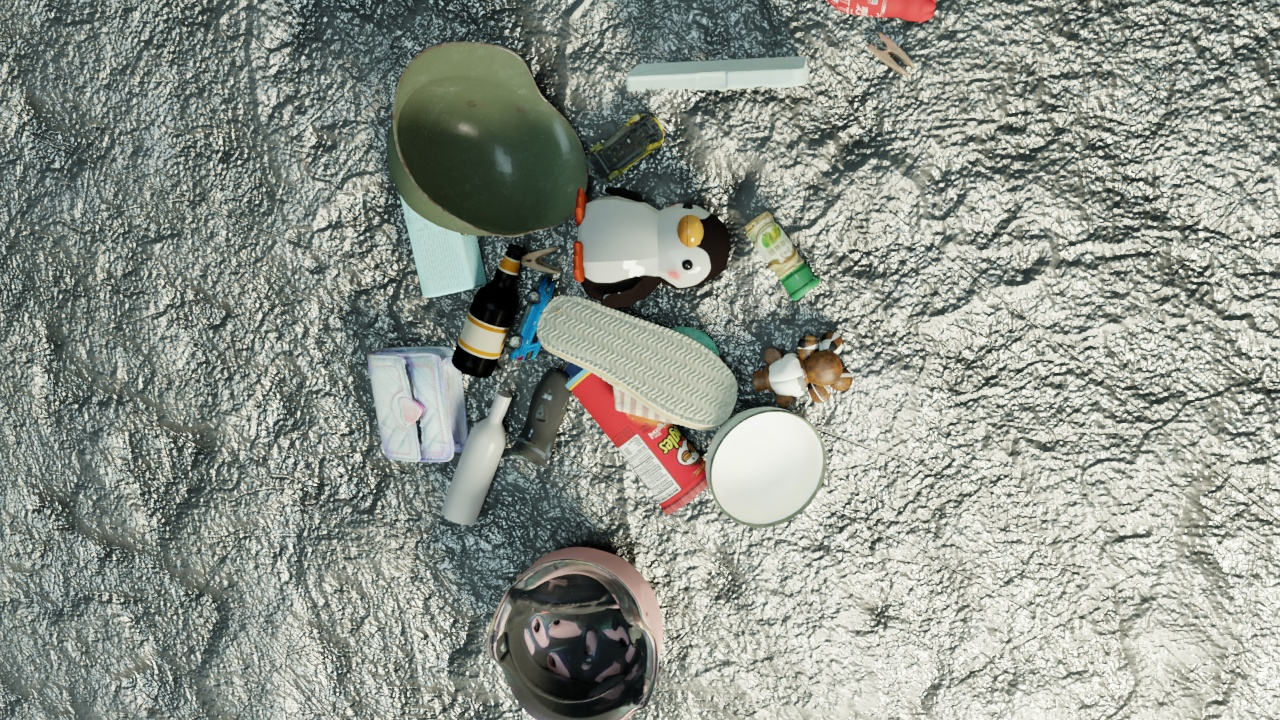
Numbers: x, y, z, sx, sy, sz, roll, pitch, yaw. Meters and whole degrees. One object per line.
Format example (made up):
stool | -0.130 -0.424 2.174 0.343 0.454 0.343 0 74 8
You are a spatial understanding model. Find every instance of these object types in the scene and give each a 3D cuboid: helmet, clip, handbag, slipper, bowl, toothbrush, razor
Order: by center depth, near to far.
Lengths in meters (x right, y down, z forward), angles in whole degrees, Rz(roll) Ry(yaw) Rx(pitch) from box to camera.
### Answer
clip | 0.286 -0.348 1.053 0.050 0.025 0.061 -13 97 18
helmet | -0.199 -0.242 1.115 0.154 0.267 0.226 -12 74 54
slipper | -0.007 0.007 1.140 0.263 0.052 0.114 27 69 2
bowl | 0.149 0.126 1.150 0.153 0.073 0.153 -3 104 -14
clip | -0.132 -0.137 1.210 0.049 0.025 0.061 41 116 13
toothbrush | -0.065 -0.013 1.220 0.021 0.017 0.135 46 108 4
razor | -0.133 0.077 1.233 0.053 0.063 0.141 22 107 8
helmet | -0.078 0.365 1.234 0.230 0.152 0.255 5 104 11
handbag | -0.315 0.062 1.278 0.127 0.069 0.159 -1 104 17

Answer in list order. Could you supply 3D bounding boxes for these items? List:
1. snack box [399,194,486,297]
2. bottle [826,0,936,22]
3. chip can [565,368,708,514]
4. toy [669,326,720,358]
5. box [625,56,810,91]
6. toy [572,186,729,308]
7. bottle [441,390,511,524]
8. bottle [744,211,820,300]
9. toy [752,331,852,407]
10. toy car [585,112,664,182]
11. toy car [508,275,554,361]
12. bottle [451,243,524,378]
snack box | -0.265 -0.175 1.220 0.075 0.053 0.175 -9 98 16
bottle | 0.261 -0.411 1.036 0.142 0.041 0.042 11 104 12
chip can | 0.000 0.091 1.190 0.087 0.087 0.213 -39 89 19
toy | 0.059 -0.004 1.184 0.105 0.033 0.085 30 119 6
box | 0.092 -0.326 1.048 0.197 0.135 0.044 3 107 14
toy | 0.018 -0.134 1.132 0.184 0.140 0.159 -1 69 5
bottle | -0.221 0.132 1.274 0.052 0.052 0.195 25 107 8
bottle | 0.173 -0.128 1.121 0.043 0.043 0.111 -36 90 19
toy | 0.198 0.014 1.137 0.113 0.067 0.087 -13 98 26
toy car | -0.020 -0.265 1.147 0.107 0.030 0.049 -33 93 12
toy car | -0.140 -0.055 1.214 0.043 0.056 0.120 20 111 -5
bottle | -0.195 -0.068 1.221 0.059 0.059 0.182 26 107 8
